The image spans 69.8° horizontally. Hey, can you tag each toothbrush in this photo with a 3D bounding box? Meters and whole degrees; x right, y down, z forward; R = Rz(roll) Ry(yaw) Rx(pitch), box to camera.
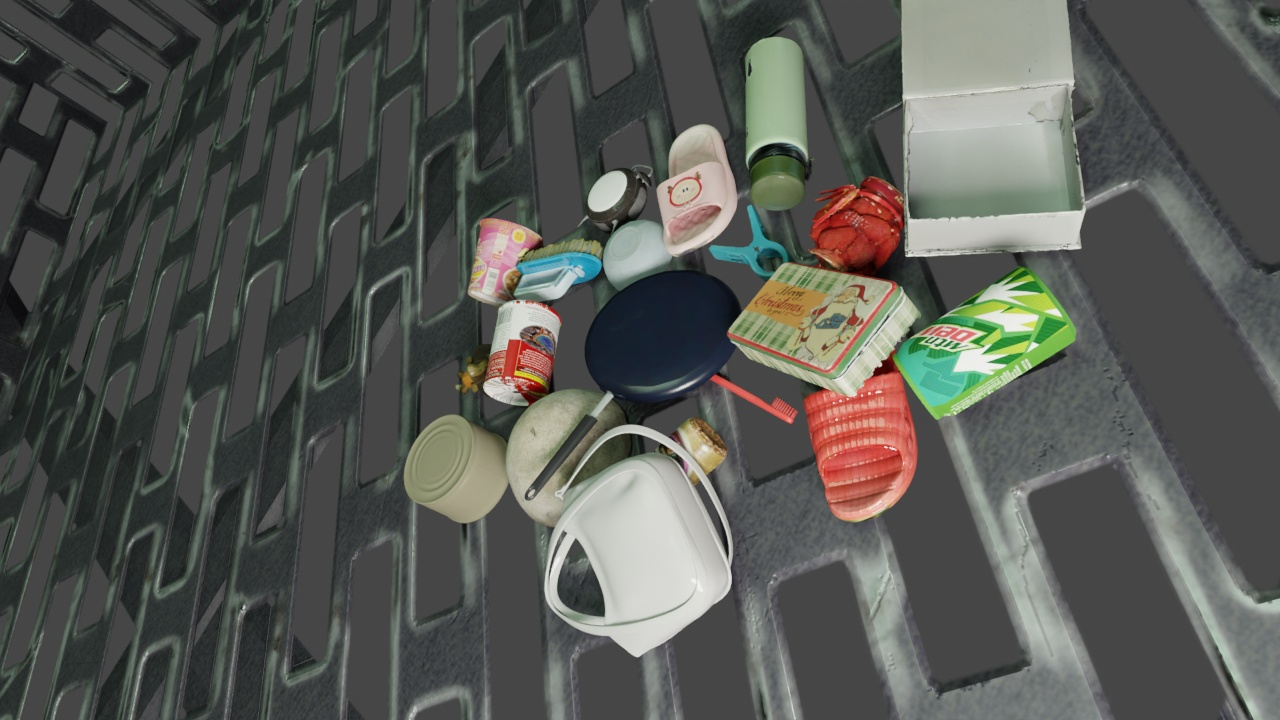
[{"bbox_3d":[0.100,0.022,1.051,0.213,0.012,0.018,30,85,45],"label":"toothbrush"}]

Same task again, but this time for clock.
[{"bbox_3d":[-0.034,-0.233,1.290,0.091,0.043,0.122,22,79,44],"label":"clock"}]

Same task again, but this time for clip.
[{"bbox_3d":[0.148,-0.138,1.102,0.102,0.027,0.119,-47,45,9],"label":"clip"}]

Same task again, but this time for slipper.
[{"bbox_3d":[0.214,0.037,0.918,0.104,0.059,0.248,-16,54,32],"label":"slipper"},{"bbox_3d":[0.071,-0.228,1.194,0.107,0.055,0.221,-20,49,28],"label":"slipper"}]

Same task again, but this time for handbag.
[{"bbox_3d":[-0.024,0.200,0.975,0.223,0.095,0.215,-35,71,31],"label":"handbag"}]

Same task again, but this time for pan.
[{"bbox_3d":[-0.022,0.022,1.076,0.199,0.021,0.355,24,66,37],"label":"pan"}]

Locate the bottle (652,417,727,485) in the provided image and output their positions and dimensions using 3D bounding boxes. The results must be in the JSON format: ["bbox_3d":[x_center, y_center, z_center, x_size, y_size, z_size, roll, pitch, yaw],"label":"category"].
[{"bbox_3d":[0.019,0.135,1.015,0.166,0.059,0.059,-43,46,14],"label":"bottle"}]

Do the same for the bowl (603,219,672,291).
[{"bbox_3d":[-0.010,-0.145,1.221,0.107,0.039,0.106,-20,54,29],"label":"bowl"}]

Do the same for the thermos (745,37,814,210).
[{"bbox_3d":[0.172,-0.293,1.142,0.082,0.082,0.231,-17,55,31],"label":"thermos"}]

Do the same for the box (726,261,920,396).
[{"bbox_3d":[0.181,-0.038,0.947,0.117,0.051,0.205,-48,25,-6],"label":"box"}]

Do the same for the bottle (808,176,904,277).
[{"bbox_3d":[0.228,-0.141,0.989,0.111,0.099,0.099,-47,45,-1],"label":"bottle"}]

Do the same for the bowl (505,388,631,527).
[{"bbox_3d":[-0.104,0.107,1.118,0.179,0.081,0.178,-18,56,29],"label":"bowl"}]

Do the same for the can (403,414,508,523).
[{"bbox_3d":[-0.241,0.142,1.209,0.128,0.073,0.127,-20,54,29],"label":"can"}]

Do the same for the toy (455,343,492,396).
[{"bbox_3d":[-0.226,0.019,1.283,0.100,0.062,0.076,-26,70,32],"label":"toy"}]

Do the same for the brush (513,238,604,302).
[{"bbox_3d":[-0.111,-0.121,1.272,0.136,0.055,0.075,-8,50,37],"label":"brush"}]

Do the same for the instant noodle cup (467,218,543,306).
[{"bbox_3d":[-0.204,-0.138,1.342,0.098,0.097,0.108,7,76,41],"label":"instant noodle cup"}]

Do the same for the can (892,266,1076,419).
[{"bbox_3d":[0.315,-0.014,0.849,0.144,0.083,0.083,-36,47,17],"label":"can"}]

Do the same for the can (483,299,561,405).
[{"bbox_3d":[-0.156,-0.010,1.223,0.087,0.086,0.116,-12,58,33],"label":"can"}]

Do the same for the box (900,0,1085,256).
[{"bbox_3d":[0.354,-0.286,0.939,0.166,0.098,0.367,-1,69,15],"label":"box"}]
